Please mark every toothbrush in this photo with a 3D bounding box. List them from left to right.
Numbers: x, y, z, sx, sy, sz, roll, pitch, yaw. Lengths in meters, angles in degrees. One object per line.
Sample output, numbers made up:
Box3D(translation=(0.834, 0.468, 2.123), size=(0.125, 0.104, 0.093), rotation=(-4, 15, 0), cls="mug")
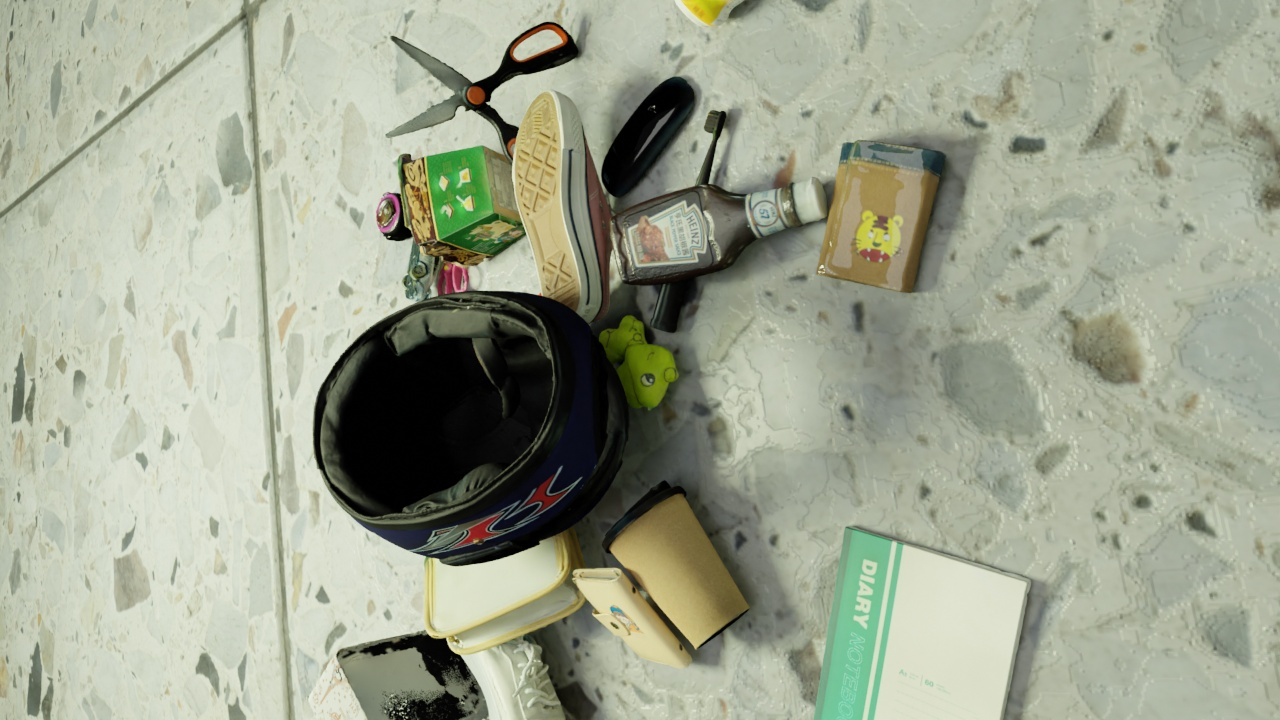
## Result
Box3D(translation=(0.047, -0.131, 0.870), size=(0.027, 0.026, 0.213), rotation=(19, 100, 30), cls="toothbrush")

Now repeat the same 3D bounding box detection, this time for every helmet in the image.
Box3D(translation=(-0.129, 0.062, 0.859), size=(0.316, 0.240, 0.247), rotation=(-15, 72, 30), cls="helmet")

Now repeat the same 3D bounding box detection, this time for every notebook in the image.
Box3D(translation=(0.214, 0.252, 0.729), size=(0.151, 0.012, 0.209), rotation=(12, 96, 39), cls="notebook")

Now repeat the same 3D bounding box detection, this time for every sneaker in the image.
Box3D(translation=(-0.118, 0.328, 0.950), size=(0.091, 0.089, 0.242), rotation=(-52, 52, 19), cls="sneaker")
Box3D(translation=(-0.062, -0.150, 0.918), size=(0.119, 0.087, 0.241), rotation=(-21, 76, 44), cls="sneaker")

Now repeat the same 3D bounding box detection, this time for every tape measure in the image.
Box3D(translation=(-0.304, -0.181, 1.146), size=(0.058, 0.039, 0.057), rotation=(-38, 66, 31), cls="tape measure")

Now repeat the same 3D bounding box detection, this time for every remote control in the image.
Box3D(translation=(0.001, -0.222, 0.911), size=(0.137, 0.024, 0.053), rotation=(-50, 59, 26), cls="remote control")

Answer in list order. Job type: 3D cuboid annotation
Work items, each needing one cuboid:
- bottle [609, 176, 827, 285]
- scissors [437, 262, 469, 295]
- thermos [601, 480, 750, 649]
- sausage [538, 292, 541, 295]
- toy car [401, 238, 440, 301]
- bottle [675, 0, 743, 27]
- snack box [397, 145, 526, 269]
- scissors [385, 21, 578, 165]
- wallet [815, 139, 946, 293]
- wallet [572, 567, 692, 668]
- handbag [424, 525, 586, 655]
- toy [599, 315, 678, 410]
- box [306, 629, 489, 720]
Box3D(translation=(0.068, -0.120, 0.821), size=(0.195, 0.044, 0.080), rotation=(-12, 88, 25), cls="bottle")
Box3D(translation=(-0.217, -0.138, 1.089), size=(0.073, 0.017, 0.137), rotation=(4, 88, 49), cls="scissors")
Box3D(translation=(0.033, 0.184, 0.833), size=(0.093, 0.092, 0.143), rotation=(-48, 69, 27), cls="thermos")
Box3D(translation=(-0.099, -0.068, 0.988), size=(0.156, 0.020, 0.020), rotation=(-39, 65, 31), cls="sausage")
Box3D(translation=(-0.260, -0.130, 1.104), size=(0.054, 0.036, 0.120), rotation=(-20, 63, 62), cls="toy car")
Box3D(translation=(0.080, -0.358, 0.830), size=(0.109, 0.063, 0.063), rotation=(-42, 64, 29), cls="bottle")
Box3D(translation=(-0.184, -0.177, 1.014), size=(0.106, 0.118, 0.117), rotation=(-16, 78, 25), cls="snack box")
Box3D(translation=(-0.152, -0.271, 0.958), size=(0.221, 0.234, 0.022), rotation=(52, 166, -12), cls="scissors")
Box3D(translation=(0.193, -0.118, 0.750), size=(0.090, 0.033, 0.115), rotation=(18, 103, 37), cls="wallet")
Box3D(translation=(-0.012, 0.241, 0.859), size=(0.115, 0.024, 0.087), rotation=(52, 148, -17), cls="wallet")
Box3D(translation=(-0.143, 0.203, 0.959), size=(0.163, 0.063, 0.178), rotation=(-24, 43, 6), cls="handbag")
Box3D(translation=(-0.005, 0.005, 0.903), size=(0.097, 0.031, 0.100), rotation=(-29, 67, 38), cls="toy")
Box3D(translation=(-0.217, 0.424, 0.963), size=(0.259, 0.178, 0.110), rotation=(50, 118, 31), cls="box")
